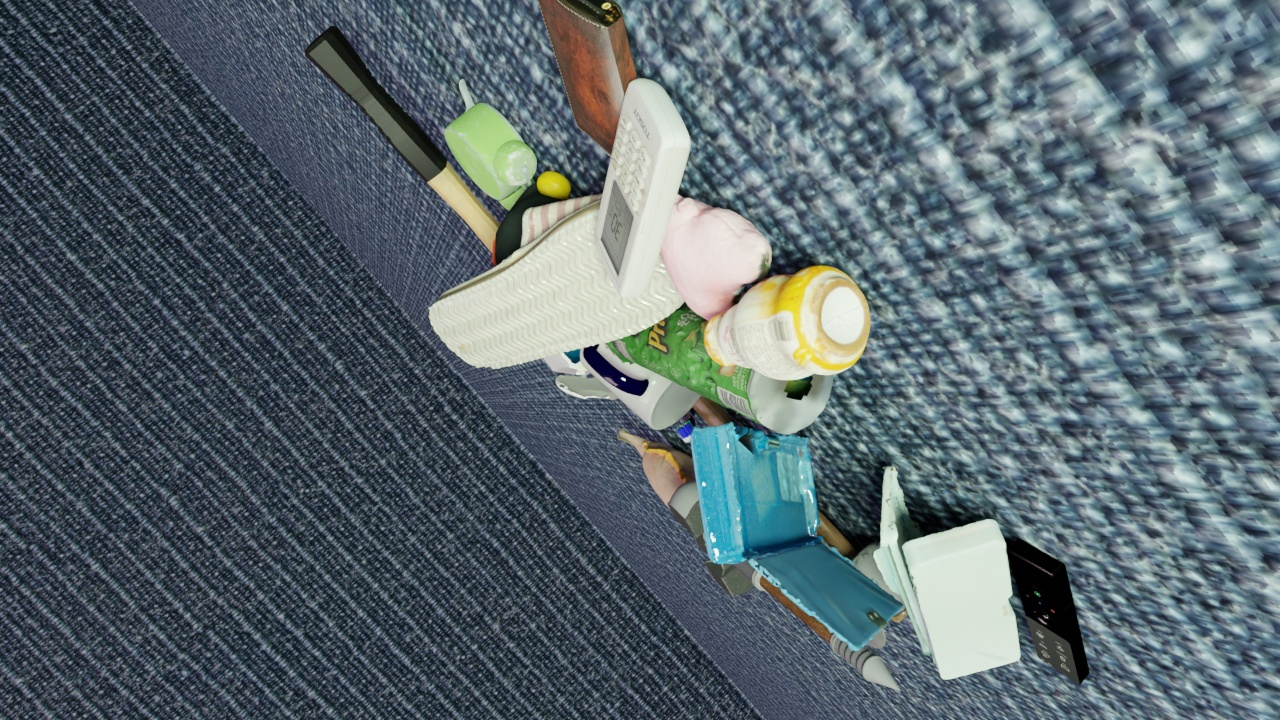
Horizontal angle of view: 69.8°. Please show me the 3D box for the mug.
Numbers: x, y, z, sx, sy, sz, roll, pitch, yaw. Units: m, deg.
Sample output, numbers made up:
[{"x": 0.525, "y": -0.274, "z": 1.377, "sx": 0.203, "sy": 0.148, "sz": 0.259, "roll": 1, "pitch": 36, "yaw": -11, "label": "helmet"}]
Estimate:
[{"x": -0.005, "y": 0.005, "z": 0.844, "sx": 0.097, "sy": 0.079, "sz": 0.111, "roll": 41, "pitch": -158, "yaw": 26, "label": "mug"}]

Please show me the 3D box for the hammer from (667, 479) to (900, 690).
[{"x": 0.140, "y": 0.228, "z": 0.886, "sx": 0.156, "sy": 0.043, "sz": 0.322, "roll": 60, "pitch": 166, "yaw": -26, "label": "hammer"}]

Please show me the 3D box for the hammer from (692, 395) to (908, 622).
[{"x": 0.128, "y": 0.115, "z": 0.867, "sx": 0.328, "sy": 0.052, "sz": 0.098, "roll": 47, "pitch": 166, "yaw": 17, "label": "hammer"}]

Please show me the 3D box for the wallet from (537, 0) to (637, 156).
[{"x": -0.026, "y": -0.178, "z": 0.576, "sx": 0.072, "sy": 0.019, "sz": 0.123, "roll": 40, "pitch": 164, "yaw": 28, "label": "wallet"}]

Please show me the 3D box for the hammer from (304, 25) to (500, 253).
[{"x": -0.181, "y": -0.166, "z": 0.860, "sx": 0.328, "sy": 0.039, "sz": 0.131, "roll": 49, "pitch": -166, "yaw": -29, "label": "hammer"}]

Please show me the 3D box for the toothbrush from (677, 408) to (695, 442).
[{"x": 0.047, "y": 0.061, "z": 0.911, "sx": 0.016, "sy": 0.015, "sz": 0.186, "roll": 56, "pitch": -176, "yaw": -1, "label": "toothbrush"}]

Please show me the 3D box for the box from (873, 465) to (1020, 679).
[{"x": 0.223, "y": 0.159, "z": 0.696, "sx": 0.096, "sy": 0.086, "sz": 0.199, "roll": -103, "pitch": -11, "yaw": -46, "label": "box"}]

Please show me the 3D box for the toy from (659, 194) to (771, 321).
[{"x": 0.041, "y": -0.070, "z": 0.600, "sx": 0.093, "sy": 0.050, "sz": 0.103, "roll": 47, "pitch": 157, "yaw": 13, "label": "toy"}]

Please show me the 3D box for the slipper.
[{"x": -0.062, "y": -0.064, "z": 0.718, "sx": 0.264, "sy": 0.052, "sz": 0.115, "roll": -21, "pitch": 120, "yaw": 36, "label": "slipper"}]

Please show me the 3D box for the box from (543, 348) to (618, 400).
[{"x": -0.059, "y": -0.006, "z": 0.972, "sx": 0.084, "sy": 0.118, "sz": 0.160, "roll": 12, "pitch": 170, "yaw": -13, "label": "box"}]

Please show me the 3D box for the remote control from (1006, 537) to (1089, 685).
[{"x": 0.280, "y": 0.175, "z": 0.629, "sx": 0.034, "sy": 0.013, "sz": 0.150, "roll": 32, "pitch": 159, "yaw": 49, "label": "remote control"}]

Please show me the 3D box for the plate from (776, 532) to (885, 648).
[{"x": 0.158, "y": 0.195, "z": 0.848, "sx": 0.178, "sy": 0.012, "sz": 0.179, "roll": 51, "pitch": 167, "yaw": 15, "label": "plate"}]

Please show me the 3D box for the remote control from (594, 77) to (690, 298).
[{"x": -0.001, "y": -0.104, "z": 0.574, "sx": 0.139, "sy": 0.025, "sz": 0.060, "roll": 108, "pitch": 146, "yaw": -49, "label": "remote control"}]

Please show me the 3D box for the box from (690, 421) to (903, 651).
[{"x": 0.110, "y": 0.128, "z": 0.663, "sx": 0.173, "sy": 0.066, "sz": 0.231, "roll": 60, "pitch": -164, "yaw": 19, "label": "box"}]

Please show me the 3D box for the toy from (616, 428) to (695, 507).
[{"x": 0.071, "y": 0.149, "z": 1.086, "sx": 0.196, "sy": 0.065, "sz": 0.265, "roll": 44, "pitch": 165, "yaw": -7, "label": "toy"}]

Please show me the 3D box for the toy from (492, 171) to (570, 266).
[{"x": -0.081, "y": -0.091, "z": 0.808, "sx": 0.097, "sy": 0.099, "sz": 0.119, "roll": 44, "pitch": 165, "yaw": 9, "label": "toy"}]

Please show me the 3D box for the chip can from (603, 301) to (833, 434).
[{"x": 0.049, "y": -0.009, "z": 0.700, "sx": 0.223, "sy": 0.075, "sz": 0.075, "roll": 24, "pitch": 153, "yaw": 56, "label": "chip can"}]

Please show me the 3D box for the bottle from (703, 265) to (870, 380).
[{"x": 0.084, "y": -0.019, "z": 0.552, "sx": 0.063, "sy": 0.063, "sz": 0.109, "roll": 52, "pitch": 150, "yaw": -17, "label": "bottle"}]

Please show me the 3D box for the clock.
[{"x": -0.131, "y": -0.183, "z": 0.830, "sx": 0.119, "sy": 0.042, "sz": 0.094, "roll": 45, "pitch": 167, "yaw": 8, "label": "clock"}]
